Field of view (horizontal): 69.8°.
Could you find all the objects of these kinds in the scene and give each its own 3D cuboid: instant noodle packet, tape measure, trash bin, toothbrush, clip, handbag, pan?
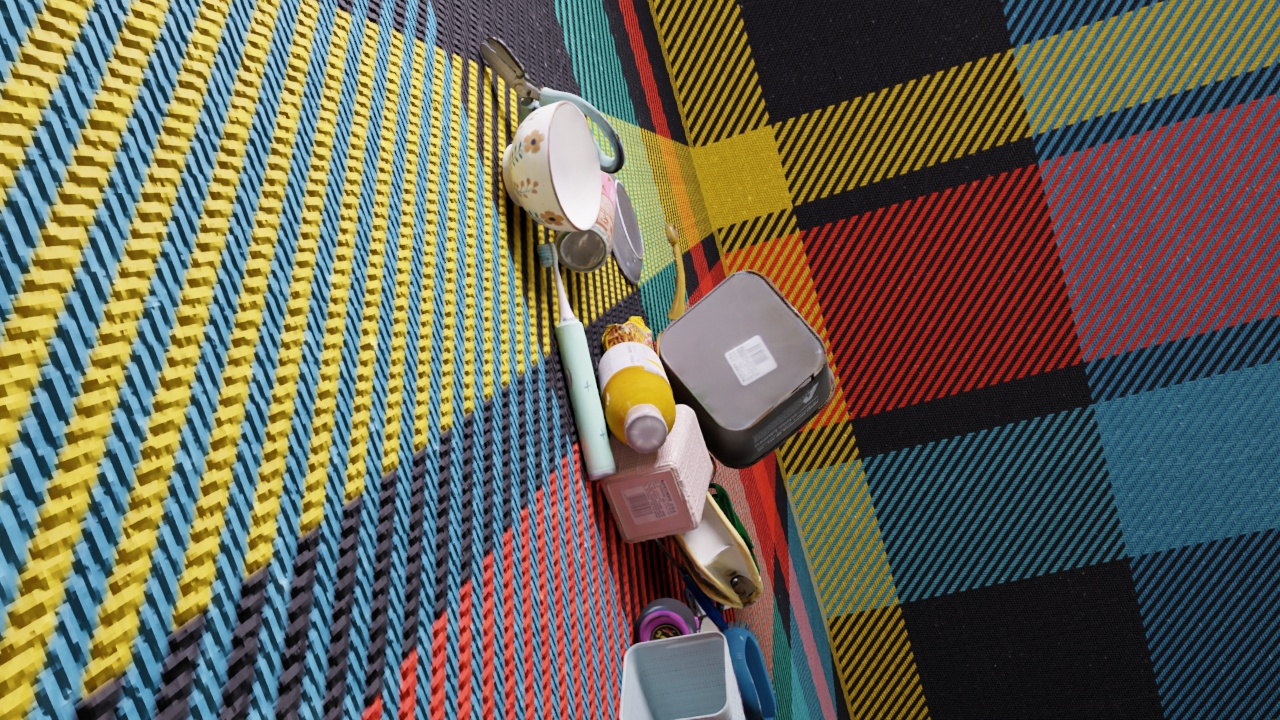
[{"bbox_3d":[-0.006,0.006,1.045,0.128,0.044,0.111,-31,110,-79],"label":"instant noodle packet"},{"bbox_3d":[0.024,0.246,0.834,0.039,0.057,0.058,-25,123,-80],"label":"tape measure"},{"bbox_3d":[0.128,0.009,1.135,0.198,0.199,0.220,50,-2,12],"label":"trash bin"},{"bbox_3d":[0.095,0.317,1.082,0.181,0.018,0.015,89,-20,-52],"label":"toothbrush"},{"bbox_3d":[0.068,0.296,1.085,0.025,0.032,0.057,37,36,-77],"label":"clip"},{"bbox_3d":[-0.059,-0.002,0.835,0.027,0.027,0.224,-30,-109,64],"label":"toothbrush"},{"bbox_3d":[0.073,0.202,1.015,0.163,0.063,0.179,56,-4,44],"label":"handbag"},{"bbox_3d":[0.064,-0.029,1.339,0.197,0.078,0.358,-84,156,-62],"label":"pan"},{"bbox_3d":[0.112,0.245,1.270,0.131,0.068,0.120,61,11,-48],"label":"handbag"}]

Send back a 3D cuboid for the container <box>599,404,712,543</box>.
[{"bbox_3d":[0.016,0.113,0.896,0.110,0.090,0.090,-72,145,-66],"label":"container"}]

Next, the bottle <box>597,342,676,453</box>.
[{"bbox_3d":[-0.004,0.036,0.872,0.189,0.068,0.068,-108,179,-72],"label":"bottle"}]

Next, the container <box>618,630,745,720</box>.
[{"bbox_3d":[0.042,0.305,0.774,0.089,0.090,0.111,-84,159,-60],"label":"container"}]

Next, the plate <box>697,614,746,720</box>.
[{"bbox_3d":[0.073,0.366,0.960,0.192,0.039,0.192,-15,89,-79],"label":"plate"}]

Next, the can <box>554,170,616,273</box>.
[{"bbox_3d":[-0.056,-0.150,0.963,0.147,0.058,0.058,-88,160,-56],"label":"can"}]

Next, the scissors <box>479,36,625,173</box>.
[{"bbox_3d":[-0.098,-0.233,0.876,0.180,0.143,0.019,40,60,-17],"label":"scissors"}]

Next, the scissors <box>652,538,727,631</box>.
[{"bbox_3d":[0.044,0.223,0.958,0.132,0.012,0.172,54,1,35],"label":"scissors"}]

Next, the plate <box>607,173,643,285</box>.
[{"bbox_3d":[-0.024,-0.192,1.264,0.179,0.024,0.179,-14,89,-79],"label":"plate"}]

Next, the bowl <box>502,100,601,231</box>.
[{"bbox_3d":[-0.084,-0.169,0.817,0.113,0.062,0.113,-2,90,-70],"label":"bowl"}]

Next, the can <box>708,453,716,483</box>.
[{"bbox_3d":[0.062,0.141,1.170,0.132,0.053,0.053,19,57,-77],"label":"can"}]

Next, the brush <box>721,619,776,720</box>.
[{"bbox_3d":[0.137,0.410,1.176,0.073,0.055,0.144,-62,136,-74],"label":"brush"}]
